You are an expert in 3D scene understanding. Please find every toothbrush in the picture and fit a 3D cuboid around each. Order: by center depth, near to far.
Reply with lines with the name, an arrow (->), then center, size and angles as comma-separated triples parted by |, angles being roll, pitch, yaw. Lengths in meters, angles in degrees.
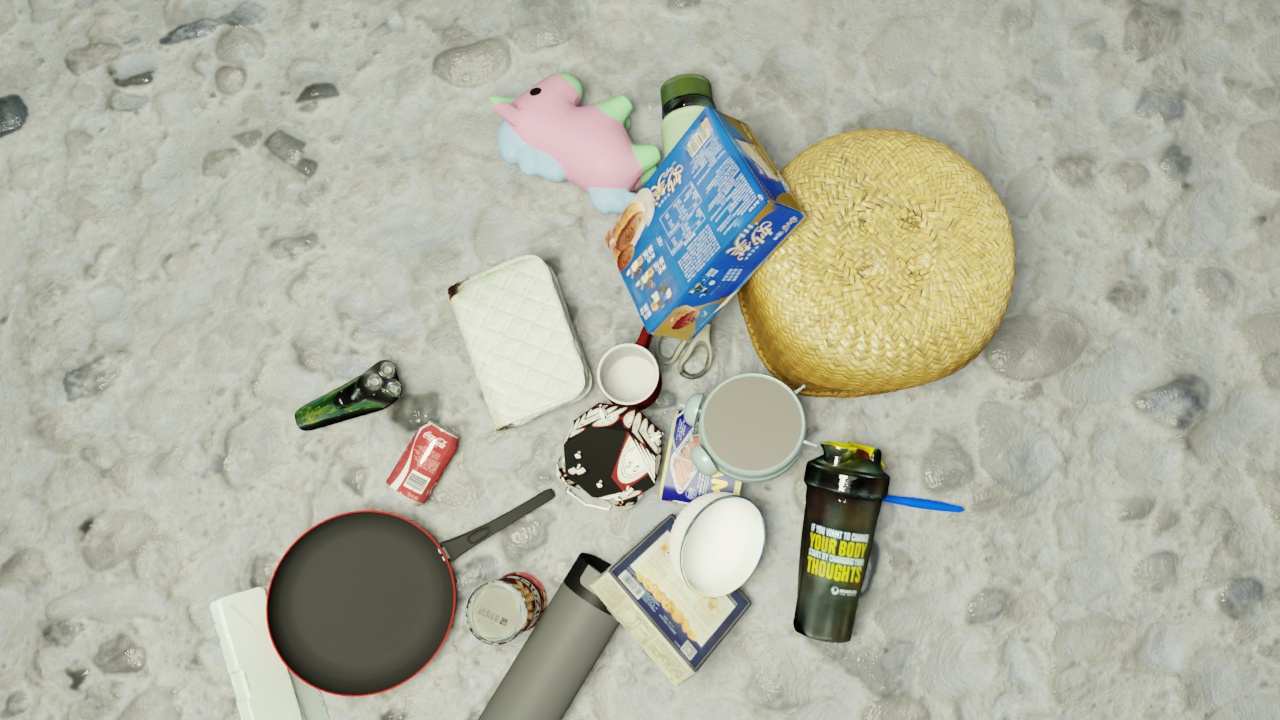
toothbrush -> 0.292, 0.168, 1.094 | 0.182, 0.016, 0.018 | 8, 88, 5

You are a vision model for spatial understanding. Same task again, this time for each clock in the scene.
clock -> 0.114, 0.078, 1.047 | 0.159, 0.045, 0.122 | -9, 71, 1
clock -> -0.040, 0.126, 1.073 | 0.114, 0.064, 0.155 | 25, 126, -4

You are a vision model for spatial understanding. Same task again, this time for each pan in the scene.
pan -> -0.263, 0.247, 1.093 | 0.355, 0.067, 0.209 | -29, 92, -18

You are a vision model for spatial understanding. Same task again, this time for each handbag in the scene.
handbag -> -0.145, -0.023, 1.125 | 0.139, 0.072, 0.194 | -21, 81, 10

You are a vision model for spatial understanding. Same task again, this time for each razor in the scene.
razor -> -0.365, 0.047, 1.134 | 0.151, 0.067, 0.054 | -21, 77, 9

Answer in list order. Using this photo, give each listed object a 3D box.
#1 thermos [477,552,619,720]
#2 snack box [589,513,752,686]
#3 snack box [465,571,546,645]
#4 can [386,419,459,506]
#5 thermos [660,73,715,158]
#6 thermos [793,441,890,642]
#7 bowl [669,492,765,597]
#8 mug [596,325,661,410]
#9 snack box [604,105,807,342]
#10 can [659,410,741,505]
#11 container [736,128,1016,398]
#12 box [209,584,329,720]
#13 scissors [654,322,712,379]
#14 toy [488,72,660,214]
thermos -> -0.097, 0.345, 1.062 | 0.082, 0.082, 0.240 | 31, 85, 8
snack box -> 0.037, 0.266, 1.038 | 0.144, 0.144, 0.043 | 48, 126, 9
snack box -> -0.152, 0.283, 1.055 | 0.072, 0.121, 0.072 | -1, 81, 4
can -> -0.265, 0.125, 1.120 | 0.054, 0.054, 0.096 | 30, 85, 7
thermos -> 0.066, -0.238, 1.130 | 0.082, 0.082, 0.231 | -7, 73, 3
thermos -> 0.225, 0.203, 1.048 | 0.098, 0.098, 0.221 | 8, 93, 5
bowl -> 0.076, 0.199, 1.032 | 0.118, 0.062, 0.118 | -8, 105, -32
mug -> -0.007, 0.007, 1.104 | 0.073, 0.082, 0.105 | 20, 84, 6
snack box -> 0.063, -0.146, 1.004 | 0.203, 0.069, 0.155 | -48, 51, 32
can -> 0.078, 0.121, 1.096 | 0.092, 0.056, 0.116 | 10, 83, 7
container -> 0.261, -0.111, 1.048 | 0.307, 0.196, 0.306 | 0, 81, 2
box -> -0.417, 0.356, 1.056 | 0.041, 0.134, 0.197 | -22, 81, 18
scissors -> 0.066, -0.055, 1.100 | 0.121, 0.012, 0.171 | 9, 116, 18
toy -> -0.080, -0.261, 1.140 | 0.171, 0.120, 0.222 | -27, 80, -10
